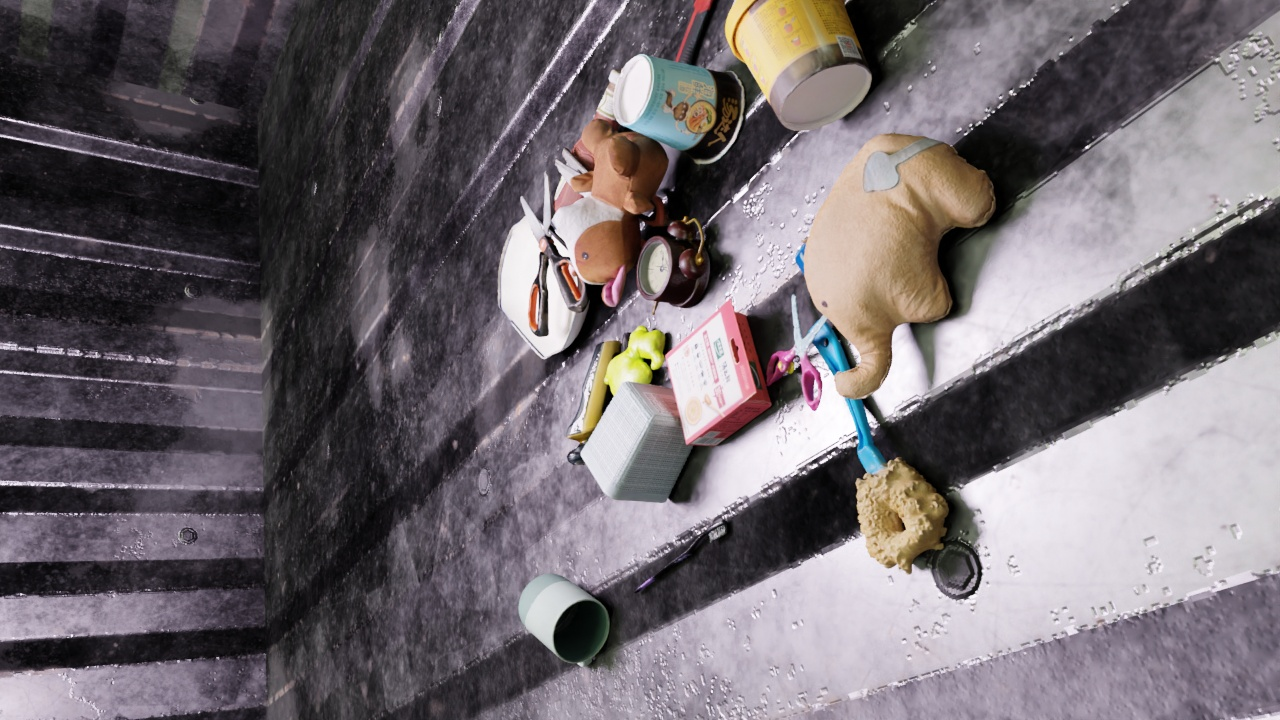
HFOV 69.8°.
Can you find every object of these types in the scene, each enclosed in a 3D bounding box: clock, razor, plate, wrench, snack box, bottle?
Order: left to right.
[{"bbox_3d":[-0.140,-0.110,1.341,0.265,0.034,0.162,44,120,49],"label":"plate"},{"bbox_3d":[-0.059,-0.286,1.230,0.059,0.059,0.206,51,125,47],"label":"bottle"},{"bbox_3d":[-0.053,0.055,1.178,0.068,0.062,0.167,12,88,26],"label":"razor"},{"bbox_3d":[0.042,-0.111,1.055,0.122,0.055,0.082,-51,45,42],"label":"clock"},{"bbox_3d":[0.070,-0.403,1.103,0.056,0.016,0.274,49,123,48],"label":"wrench"},{"bbox_3d":[0.088,0.015,0.978,0.127,0.044,0.113,-42,51,45],"label":"snack box"}]

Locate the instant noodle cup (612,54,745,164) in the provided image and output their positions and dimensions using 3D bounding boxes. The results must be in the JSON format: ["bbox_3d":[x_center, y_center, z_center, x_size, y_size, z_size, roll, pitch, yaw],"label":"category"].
[{"bbox_3d":[0.038,-0.288,1.036,0.111,0.120,0.111,-14,72,54],"label":"instant noodle cup"}]

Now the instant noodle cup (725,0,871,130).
[{"bbox_3d":[0.156,-0.294,0.877,0.119,0.118,0.114,-43,58,44],"label":"instant noodle cup"}]

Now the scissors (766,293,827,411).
[{"bbox_3d":[0.154,-0.006,0.886,0.134,0.017,0.134,121,152,-50],"label":"scissors"}]

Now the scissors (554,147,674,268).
[{"bbox_3d":[-0.036,-0.209,1.170,0.199,0.015,0.204,-13,85,39],"label":"scissors"}]

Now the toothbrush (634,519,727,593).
[{"bbox_3d":[0.043,0.226,1.034,0.190,0.014,0.016,-48,60,41],"label":"toothbrush"}]

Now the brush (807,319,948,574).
[{"bbox_3d":[0.201,0.067,0.816,0.083,0.045,0.254,-54,40,41],"label":"brush"}]

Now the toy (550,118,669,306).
[{"bbox_3d":[-0.041,-0.176,1.093,0.140,0.130,0.200,-125,41,-56],"label":"toy"}]

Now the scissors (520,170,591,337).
[{"bbox_3d":[-0.129,-0.135,1.258,0.221,0.021,0.228,45,127,42],"label":"scissors"}]

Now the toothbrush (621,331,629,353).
[{"bbox_3d":[-0.017,0.051,1.151,0.016,0.018,0.181,-18,68,47],"label":"toothbrush"}]

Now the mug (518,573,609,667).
[{"bbox_3d":[-0.096,0.335,1.169,0.106,0.082,0.112,14,128,55],"label":"mug"}]

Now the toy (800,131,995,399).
[{"bbox_3d":[0.203,-0.082,0.789,0.143,0.082,0.226,33,113,37],"label":"toy"}]

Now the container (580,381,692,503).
[{"bbox_3d":[0.003,0.091,1.051,0.090,0.089,0.112,52,123,46],"label":"container"}]

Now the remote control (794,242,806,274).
[{"bbox_3d":[0.196,-0.127,0.862,0.125,0.024,0.049,-55,43,29],"label":"remote control"}]

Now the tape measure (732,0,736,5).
[{"bbox_3d":[0.127,-0.376,0.999,0.066,0.033,0.066,41,115,53],"label":"tape measure"}]

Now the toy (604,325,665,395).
[{"bbox_3d":[-0.007,0.007,1.120,0.097,0.031,0.100,17,91,51],"label":"toy"}]
